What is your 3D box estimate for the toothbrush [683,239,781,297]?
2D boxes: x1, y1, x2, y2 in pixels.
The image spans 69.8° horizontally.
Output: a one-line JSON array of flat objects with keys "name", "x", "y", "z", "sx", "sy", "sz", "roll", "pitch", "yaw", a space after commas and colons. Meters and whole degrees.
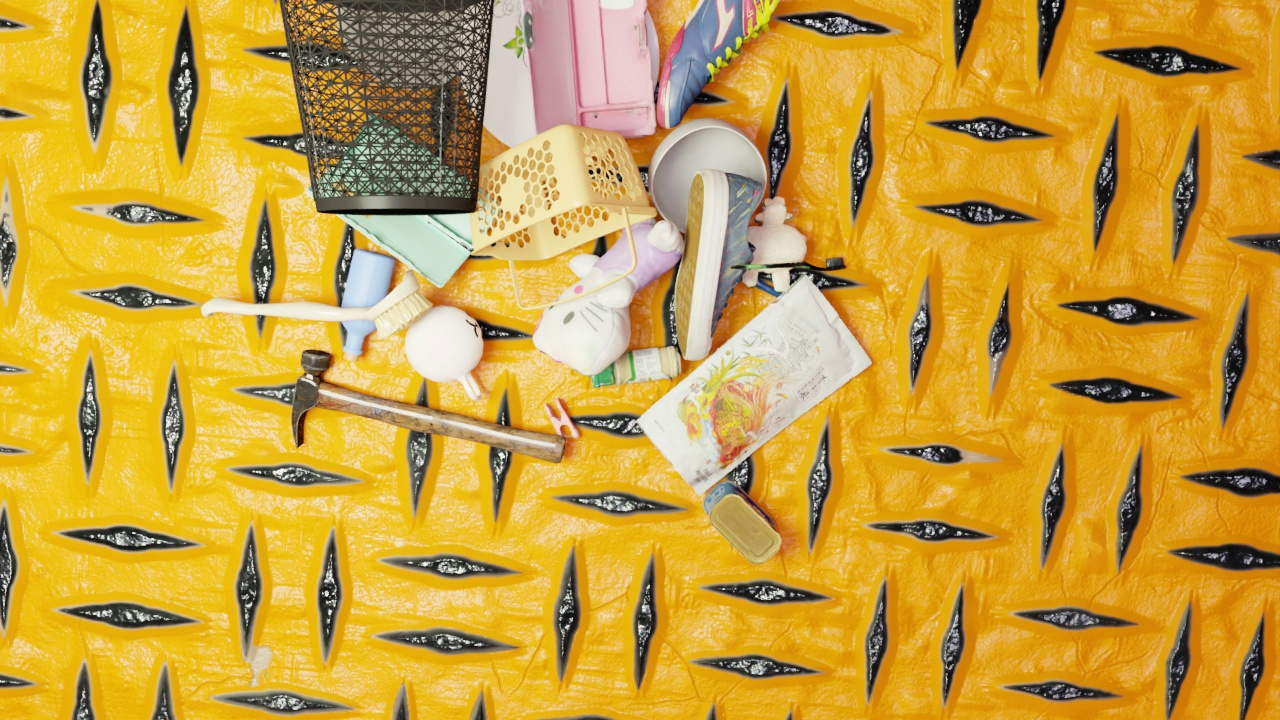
[{"name": "toothbrush", "x": 0.134, "y": -0.097, "z": 1.106, "sx": 0.190, "sy": 0.017, "sz": 0.016, "roll": 29, "pitch": 96, "yaw": -5}]

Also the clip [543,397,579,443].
[{"name": "clip", "x": -0.090, "y": 0.070, "z": 1.122, "sx": 0.041, "sy": 0.023, "sz": 0.059, "roll": -20, "pitch": 103, "yaw": -2}]

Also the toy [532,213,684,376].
[{"name": "toy", "x": -0.036, "y": -0.078, "z": 1.060, "sx": 0.085, "sy": 0.137, "sz": 0.209, "roll": 34, "pitch": 95, "yaw": -38}]

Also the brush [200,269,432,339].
[{"name": "brush", "x": -0.368, "y": -0.059, "z": 1.037, "sx": 0.272, "sy": 0.062, "sz": 0.077, "roll": -2, "pitch": 92, "yaw": 8}]

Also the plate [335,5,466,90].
[{"name": "plate", "x": -0.260, "y": -0.398, "z": 1.052, "sx": 0.173, "sy": 0.019, "sz": 0.173, "roll": 0, "pitch": 98, "yaw": -2}]

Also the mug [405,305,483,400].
[{"name": "mug", "x": -0.221, "y": -0.005, "z": 1.079, "sx": 0.090, "sy": 0.076, "sz": 0.124, "roll": -29, "pitch": 98, "yaw": 2}]

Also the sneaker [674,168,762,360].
[{"name": "sneaker", "x": 0.090, "y": -0.102, "z": 1.043, "sx": 0.079, "sy": 0.087, "sz": 0.236, "roll": -2, "pitch": 123, "yaw": -12}]

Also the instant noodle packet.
[{"name": "instant noodle packet", "x": 0.137, "y": 0.036, "z": 1.103, "sx": 0.269, "sy": 0.057, "sz": 0.147, "roll": -39, "pitch": 110, "yaw": 3}]

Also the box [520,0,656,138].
[{"name": "box", "x": -0.066, "y": -0.361, "z": 1.006, "sx": 0.172, "sy": 0.075, "sz": 0.233, "roll": -8, "pitch": 98, "yaw": -31}]

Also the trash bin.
[{"name": "trash bin", "x": -0.255, "y": -0.276, "z": 0.946, "sx": 0.217, "sy": 0.217, "sz": 0.243, "roll": -1, "pitch": 97, "yaw": -2}]

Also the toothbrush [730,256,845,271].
[{"name": "toothbrush", "x": 0.173, "y": -0.111, "z": 1.057, "sx": 0.187, "sy": 0.014, "sz": 0.017, "roll": -5, "pitch": 85, "yaw": -37}]

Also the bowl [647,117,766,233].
[{"name": "bowl", "x": 0.074, "y": -0.214, "z": 1.056, "sx": 0.132, "sy": 0.064, "sz": 0.132, "roll": -3, "pitch": 121, "yaw": -5}]

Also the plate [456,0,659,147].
[{"name": "plate", "x": -0.094, "y": -0.346, "z": 1.057, "sx": 0.229, "sy": 0.030, "sz": 0.229, "roll": 0, "pitch": 97, "yaw": -4}]

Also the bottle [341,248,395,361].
[{"name": "bottle", "x": -0.327, "y": -0.063, "z": 1.082, "sx": 0.048, "sy": 0.048, "sz": 0.131, "roll": 15, "pitch": 97, "yaw": -4}]

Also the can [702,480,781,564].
[{"name": "can", "x": 0.125, "y": 0.199, "z": 1.126, "sx": 0.100, "sy": 0.059, "sz": 0.054, "roll": 44, "pitch": 94, "yaw": -7}]

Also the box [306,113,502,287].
[{"name": "box", "x": -0.270, "y": -0.184, "z": 1.066, "sx": 0.187, "sy": 0.056, "sz": 0.138, "roll": 37, "pitch": 78, "yaw": -5}]

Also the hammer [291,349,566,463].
[{"name": "hammer", "x": -0.255, "y": 0.081, "z": 1.107, "sx": 0.330, "sy": 0.033, "sz": 0.120, "roll": 13, "pitch": 101, "yaw": -1}]

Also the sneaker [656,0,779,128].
[{"name": "sneaker", "x": 0.093, "y": -0.363, "z": 1.018, "sx": 0.091, "sy": 0.116, "sz": 0.242, "roll": 23, "pitch": 90, "yaw": 5}]

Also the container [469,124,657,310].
[{"name": "container", "x": -0.090, "y": -0.148, "z": 1.000, "sx": 0.184, "sy": 0.129, "sz": 0.167, "roll": -15, "pitch": 86, "yaw": 39}]

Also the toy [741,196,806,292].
[{"name": "toy", "x": 0.154, "y": -0.136, "z": 1.084, "sx": 0.087, "sy": 0.050, "sz": 0.112, "roll": 0, "pitch": 99, "yaw": -4}]

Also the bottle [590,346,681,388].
[{"name": "bottle", "x": -0.007, "y": 0.006, "z": 1.105, "sx": 0.110, "sy": 0.042, "sz": 0.043, "roll": -7, "pitch": 98, "yaw": -2}]
